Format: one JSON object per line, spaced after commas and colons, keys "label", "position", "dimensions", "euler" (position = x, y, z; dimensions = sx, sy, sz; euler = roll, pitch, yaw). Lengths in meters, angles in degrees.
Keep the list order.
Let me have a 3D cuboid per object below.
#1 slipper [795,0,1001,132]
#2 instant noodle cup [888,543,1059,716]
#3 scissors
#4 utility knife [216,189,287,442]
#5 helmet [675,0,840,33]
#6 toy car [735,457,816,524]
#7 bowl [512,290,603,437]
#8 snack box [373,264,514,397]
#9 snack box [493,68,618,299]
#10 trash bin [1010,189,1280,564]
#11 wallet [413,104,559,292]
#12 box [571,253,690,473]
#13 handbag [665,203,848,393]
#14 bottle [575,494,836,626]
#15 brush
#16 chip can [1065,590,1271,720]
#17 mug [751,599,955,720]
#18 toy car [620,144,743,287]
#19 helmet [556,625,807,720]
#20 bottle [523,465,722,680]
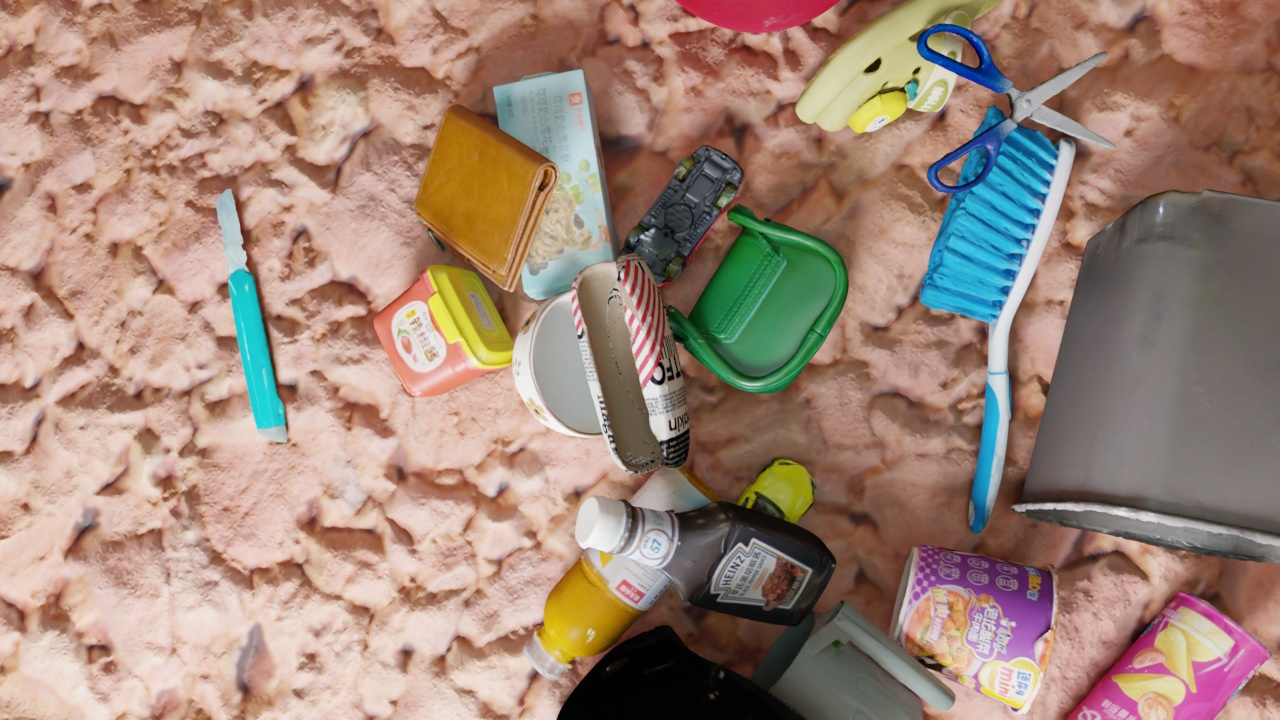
{"label": "slipper", "position": [0.211, -0.230, 0.700], "dimensions": [0.190, 0.091, 0.081], "euler": [-35, 87, -1]}
{"label": "instant noodle cup", "position": [0.239, 0.187, 0.670], "dimensions": [0.099, 0.111, 0.111], "euler": [16, 88, 15]}
{"label": "scissors", "position": [0.267, -0.185, 0.667], "dimensions": [0.176, 0.012, 0.162], "euler": [36, 85, -8]}
{"label": "utility knife", "position": [-0.330, -0.037, 0.777], "dimensions": [0.029, 0.013, 0.221], "euler": [-12, 88, 6]}
{"label": "helmet", "position": [0.082, -0.349, 0.693], "dimensions": [0.240, 0.144, 0.207], "euler": [40, 91, 20]}
{"label": "toy car", "position": [0.095, 0.124, 0.720], "dimensions": [0.048, 0.032, 0.105], "euler": [39, 89, 6]}
{"label": "bowl", "position": [-0.056, 0.005, 0.715], "dimensions": [0.062, 0.113, 0.113], "euler": [-10, 85, 46]}
{"label": "snack box", "position": [-0.157, -0.020, 0.731], "dimensions": [0.080, 0.082, 0.091], "euler": [-30, 84, 16]}
{"label": "snack box", "position": [-0.065, -0.139, 0.738], "dimensions": [0.074, 0.051, 0.175], "euler": [-10, 87, 6]}
{"label": "trash bin", "position": [0.386, 0.019, 0.627], "dimensions": [0.199, 0.199, 0.219], "euler": [11, 81, 6]}
{"label": "wallet", "position": [-0.128, -0.123, 0.715], "dimensions": [0.131, 0.035, 0.119], "euler": [38, 116, 35]}
{"label": "box", "position": [-0.010, 0.005, 0.690], "dimensions": [0.081, 0.074, 0.163], "euler": [-14, 96, 24]}
{"label": "handbag", "position": [0.091, -0.045, 0.710], "dimensions": [0.120, 0.068, 0.131], "euler": [32, 91, 12]}
{"label": "bottle", "position": [0.046, 0.138, 0.658], "dimensions": [0.194, 0.044, 0.080], "euler": [21, 106, -24]}
{"label": "brush", "position": [0.264, -0.031, 0.704], "dimensions": [0.109, 0.060, 0.314], "euler": [20, 92, 3]}
{"label": "chip can", "position": [0.356, 0.269, 0.667], "dimensions": [0.071, 0.071, 0.210], "euler": [41, 91, 6]}
{"label": "mug", "position": [0.153, 0.239, 0.670], "dimensions": [0.103, 0.083, 0.124], "euler": [39, 131, 4]}
{"label": "toy car", "position": [0.034, -0.112, 0.730], "dimensions": [0.053, 0.045, 0.120], "euler": [37, 86, 8]}
{"label": "helmet", "position": [0.022, 0.335, 0.618], "dimensions": [0.233, 0.229, 0.275], "euler": [46, 117, -1]}
{"label": "bottle", "position": [-0.015, 0.165, 0.709], "dimensions": [0.068, 0.068, 0.189], "euler": [42, 92, 6]}
